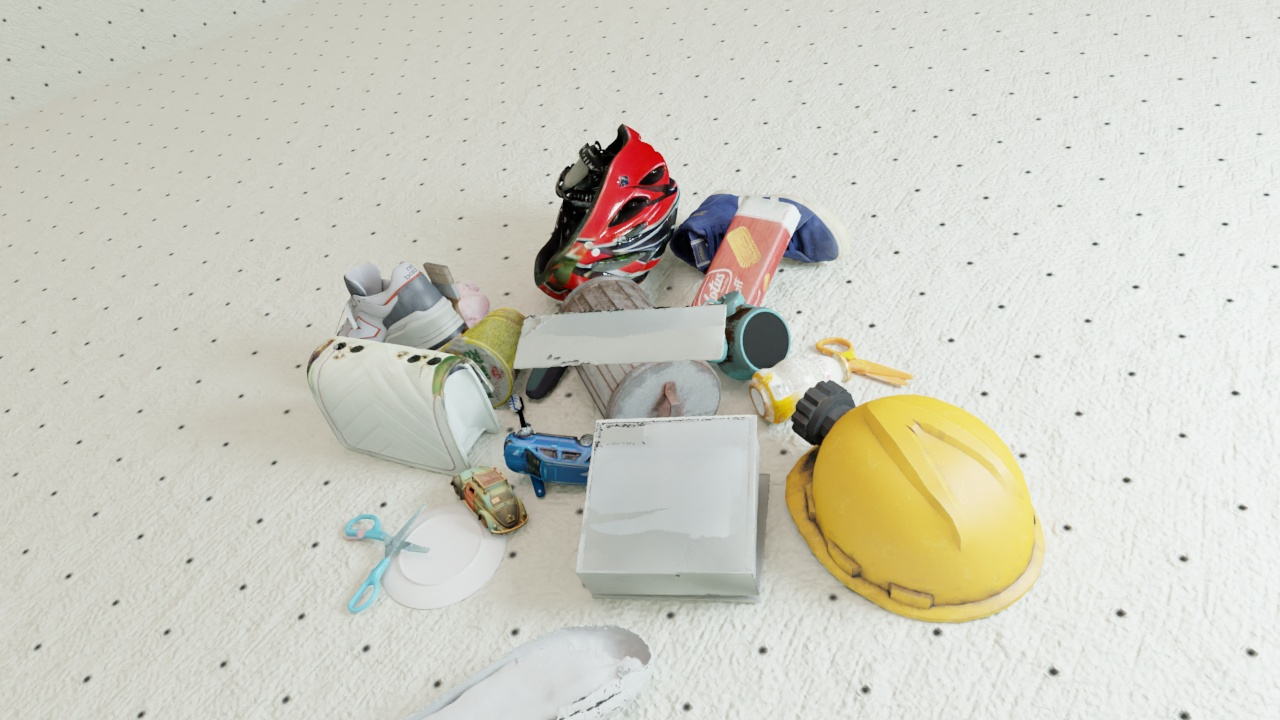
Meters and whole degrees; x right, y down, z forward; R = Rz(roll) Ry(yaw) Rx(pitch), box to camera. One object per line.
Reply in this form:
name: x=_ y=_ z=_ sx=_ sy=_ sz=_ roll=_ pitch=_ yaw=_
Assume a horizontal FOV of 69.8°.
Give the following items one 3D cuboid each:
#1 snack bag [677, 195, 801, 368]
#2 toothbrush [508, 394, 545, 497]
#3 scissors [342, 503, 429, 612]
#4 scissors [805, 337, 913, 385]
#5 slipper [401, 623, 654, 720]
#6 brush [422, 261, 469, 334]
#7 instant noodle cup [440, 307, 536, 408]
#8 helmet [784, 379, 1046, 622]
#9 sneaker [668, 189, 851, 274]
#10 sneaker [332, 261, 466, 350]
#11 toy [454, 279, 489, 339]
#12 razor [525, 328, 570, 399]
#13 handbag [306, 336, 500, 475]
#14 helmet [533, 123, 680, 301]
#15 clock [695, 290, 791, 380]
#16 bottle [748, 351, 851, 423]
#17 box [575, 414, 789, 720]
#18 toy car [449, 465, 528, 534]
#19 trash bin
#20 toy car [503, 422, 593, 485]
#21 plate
snack bag: x=0.117 y=-0.097 z=1.118 sx=0.077 sy=0.041 sz=0.224 roll=17 pitch=71 yaw=32
toothbrush: x=-0.130 y=0.095 z=1.052 sx=0.014 sy=0.014 sz=0.167 roll=-45 pitch=37 yaw=17
scissors: x=-0.278 y=0.203 z=0.966 sx=0.135 sy=0.015 sz=0.135 roll=-1 pitch=50 yaw=38
scissors: x=0.246 y=0.009 z=1.039 sx=0.130 sy=0.013 sz=0.070 roll=25 pitch=54 yaw=38
slipper: x=-0.096 y=0.298 z=0.762 sx=0.246 sy=0.075 sz=0.112 roll=-22 pitch=46 yaw=-25
brush: x=-0.232 y=-0.060 z=1.162 sx=0.045 sy=0.143 sz=0.008 roll=13 pitch=45 yaw=41
instant noodle cup: x=-0.183 y=-0.011 z=1.135 sx=0.102 sy=0.102 sz=0.108 roll=3 pitch=34 yaw=20
helmet: x=0.248 y=0.102 z=0.842 sx=0.205 sy=0.131 sz=0.255 roll=-31 pitch=44 yaw=-19
sneaker: x=0.142 y=-0.158 z=1.201 sx=0.233 sy=0.091 sz=0.118 roll=25 pitch=49 yaw=38
sneaker: x=-0.340 y=-0.059 z=1.167 sx=0.240 sy=0.124 sz=0.088 roll=-14 pitch=23 yaw=26
toy: x=-0.231 y=-0.059 z=1.237 sx=0.063 sy=0.047 sz=0.110 roll=-20 pitch=51 yaw=-2
razor: x=-0.101 y=-0.008 z=1.144 sx=0.047 sy=0.052 sz=0.142 roll=10 pitch=56 yaw=29
handbag: x=-0.273 y=0.042 z=1.061 sx=0.199 sy=0.142 sz=0.095 roll=10 pitch=44 yaw=25
helmet: x=-0.045 y=-0.180 z=1.209 sx=0.167 sy=0.218 sz=0.271 roll=34 pitch=46 yaw=-13
clock: x=0.115 y=-0.028 z=1.040 sx=0.053 sy=0.124 sz=0.090 roll=-3 pitch=65 yaw=59
bottle: x=0.176 y=0.026 z=1.005 sx=0.108 sy=0.063 sz=0.063 roll=-21 pitch=41 yaw=-10
box: x=0.062 y=0.251 z=0.979 sx=0.169 sy=0.404 sz=0.171 roll=-2 pitch=42 yaw=13
toy car: x=-0.162 y=0.139 z=0.982 sx=0.047 sy=0.047 sz=0.112 roll=-18 pitch=36 yaw=-33
trash bin: x=-0.006 y=0.006 z=1.030 sx=0.130 sy=0.131 sz=0.211 roll=-23 pitch=39 yaw=-10
toy car: x=-0.089 y=0.105 z=0.986 sx=0.120 sy=0.056 sz=0.043 roll=7 pitch=42 yaw=4
plate: x=-0.207 y=0.199 z=0.959 sx=0.134 sy=0.011 sz=0.134 roll=-9 pitch=41 yaw=7
